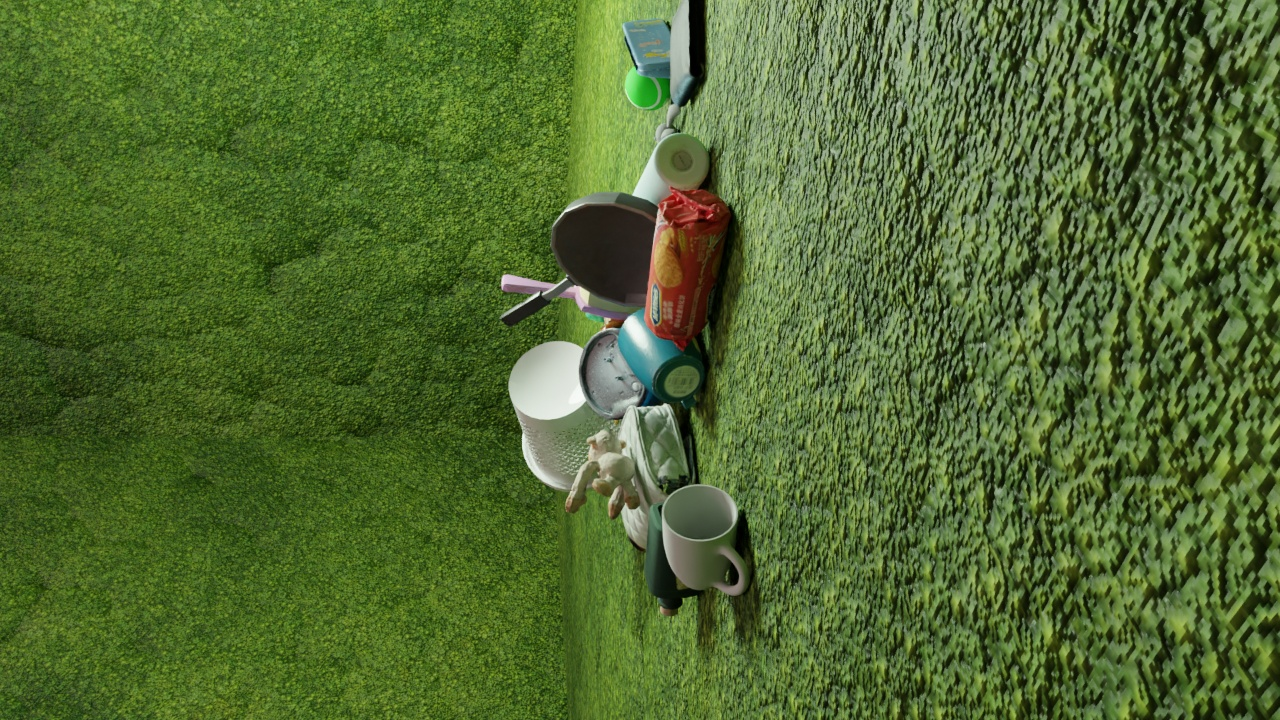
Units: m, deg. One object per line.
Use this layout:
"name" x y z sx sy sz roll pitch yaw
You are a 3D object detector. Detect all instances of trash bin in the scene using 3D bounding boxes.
"trash bin" -0.114 0.078 1.436 0.200 0.195 0.195 72 -168 -58

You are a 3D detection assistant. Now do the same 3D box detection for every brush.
"brush" -0.080 -0.105 1.296 0.089 0.228 0.043 -99 21 -50

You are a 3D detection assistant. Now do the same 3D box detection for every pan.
"pan" -0.077 -0.113 1.187 0.358 0.178 0.041 -25 36 45

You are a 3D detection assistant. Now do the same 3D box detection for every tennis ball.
"tennis ball" 0.012 -0.372 1.244 0.065 0.065 0.065 180 91 -81

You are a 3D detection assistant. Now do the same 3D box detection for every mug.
"mug" 0.034 0.007 1.064 0.112 0.084 0.104 62 179 -36
"mug" 0.068 0.186 0.875 0.107 0.071 0.090 42 146 42

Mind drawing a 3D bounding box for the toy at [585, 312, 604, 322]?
"toy" -0.026 -0.065 1.469 0.131 0.072 0.193 -6 82 46

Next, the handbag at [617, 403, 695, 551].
"handbag" 0.018 0.146 1.149 0.195 0.072 0.138 107 153 -59

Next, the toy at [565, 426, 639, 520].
"toy" -0.046 0.129 1.088 0.074 0.085 0.105 -33 53 51

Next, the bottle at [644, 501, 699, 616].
"bottle" 0.038 0.230 1.036 0.061 0.061 0.131 -114 26 -65

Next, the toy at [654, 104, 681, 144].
"toy" 0.035 -0.298 1.209 0.112 0.030 0.049 120 165 -83

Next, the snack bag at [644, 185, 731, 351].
"snack bag" 0.048 -0.100 0.969 0.082 0.082 0.177 -99 13 -48

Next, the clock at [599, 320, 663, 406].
"clock" -0.018 0.007 1.292 0.157 0.073 0.121 45 131 47

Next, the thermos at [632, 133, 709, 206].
"thermos" 0.031 -0.209 1.111 0.078 0.065 0.207 -61 4 -10

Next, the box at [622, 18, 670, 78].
"box" 0.015 -0.423 1.229 0.209 0.066 0.037 -102 12 -57

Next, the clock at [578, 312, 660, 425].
"clock" -0.007 0.007 1.169 0.162 0.060 0.116 -39 68 31

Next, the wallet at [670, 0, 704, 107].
"wallet" 0.055 -0.374 1.098 0.089 0.026 0.115 141 129 -77

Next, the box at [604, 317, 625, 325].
"box" -0.019 -0.100 1.402 0.048 0.085 0.187 125 143 -65
